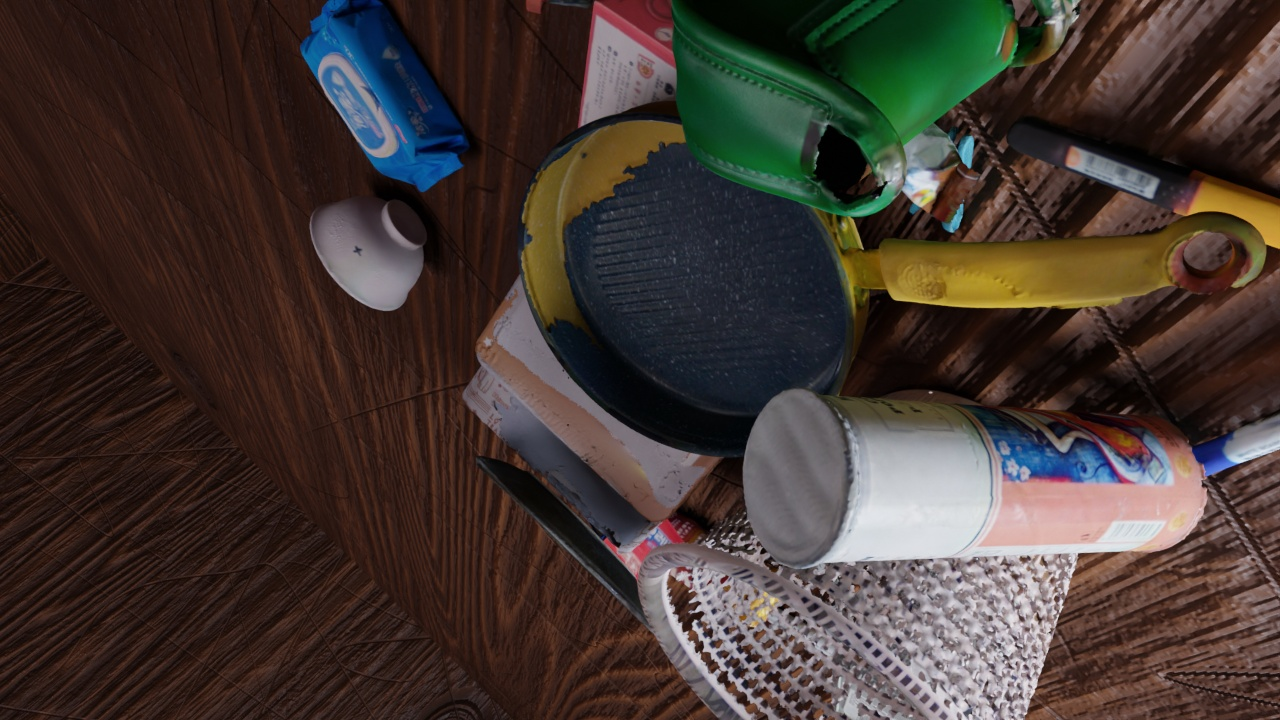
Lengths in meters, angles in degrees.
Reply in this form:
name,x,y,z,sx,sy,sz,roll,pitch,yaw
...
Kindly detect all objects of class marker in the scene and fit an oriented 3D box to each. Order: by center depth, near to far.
name,x,y,z,sx,sy,sz,roll,pitch,yaw
marker,0.209,-0.074,0.374,0.124,0.015,0.018,31,147,31
marker,0.287,0.022,0.386,0.017,0.016,0.146,44,151,5
marker,0.174,0.263,0.842,0.145,0.017,0.017,23,144,37

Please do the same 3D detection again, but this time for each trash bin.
name,x,y,z,sx,sy,sz,roll,pitch,yaw
trash bin,0.143,0.130,0.529,0.227,0.191,0.228,33,149,24

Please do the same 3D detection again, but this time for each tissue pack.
name,x,y,z,sx,sy,sz,roll,pitch,yaw
tissue pack,-0.201,-0.205,0.718,0.095,0.052,0.157,-2,125,54

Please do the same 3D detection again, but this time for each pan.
name,x,y,z,sx,sy,sz,roll,pitch,yaw
pan,0.078,-0.037,0.429,0.358,0.078,0.198,-6,116,38

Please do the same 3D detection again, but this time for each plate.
name,x,y,z,sx,sy,sz,roll,pitch,yaw
plate,-0.049,0.126,0.664,0.179,0.024,0.179,41,168,10

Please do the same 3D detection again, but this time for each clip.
name,x,y,z,sx,sy,sz,roll,pitch,yaw
clip,0.147,-0.087,0.440,0.049,0.015,0.057,34,150,27

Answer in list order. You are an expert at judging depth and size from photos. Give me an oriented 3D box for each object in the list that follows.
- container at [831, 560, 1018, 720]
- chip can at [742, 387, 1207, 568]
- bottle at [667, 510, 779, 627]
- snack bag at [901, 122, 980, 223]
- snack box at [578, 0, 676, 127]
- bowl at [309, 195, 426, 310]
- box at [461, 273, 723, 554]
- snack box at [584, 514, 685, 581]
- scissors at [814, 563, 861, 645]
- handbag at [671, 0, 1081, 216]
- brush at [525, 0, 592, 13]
name,x,y,z,sx,sy,sz,roll,pitch,yaw
container,0.195,0.206,0.638,0.090,0.114,0.090,27,146,32
chip can,0.155,0.054,0.410,0.071,0.214,0.071,-18,70,62
bottle,0.049,0.183,0.865,0.175,0.057,0.057,26,145,33
snack bag,0.114,-0.109,0.429,0.104,0.026,0.048,55,166,18
snack box,0.028,-0.131,0.512,0.127,0.044,0.113,39,150,13
bowl,-0.241,-0.113,0.860,0.065,0.118,0.118,-31,104,21
box,-0.004,0.003,0.651,0.183,0.156,0.193,43,121,6
snack box,-0.022,0.128,0.818,0.058,0.057,0.207,54,174,-16
scissors,0.166,0.198,0.775,0.159,0.014,0.171,33,147,24
handbag,0.084,-0.123,0.354,0.120,0.131,0.068,36,155,32
brush,-0.045,-0.244,0.434,0.069,0.063,0.146,11,146,-2
